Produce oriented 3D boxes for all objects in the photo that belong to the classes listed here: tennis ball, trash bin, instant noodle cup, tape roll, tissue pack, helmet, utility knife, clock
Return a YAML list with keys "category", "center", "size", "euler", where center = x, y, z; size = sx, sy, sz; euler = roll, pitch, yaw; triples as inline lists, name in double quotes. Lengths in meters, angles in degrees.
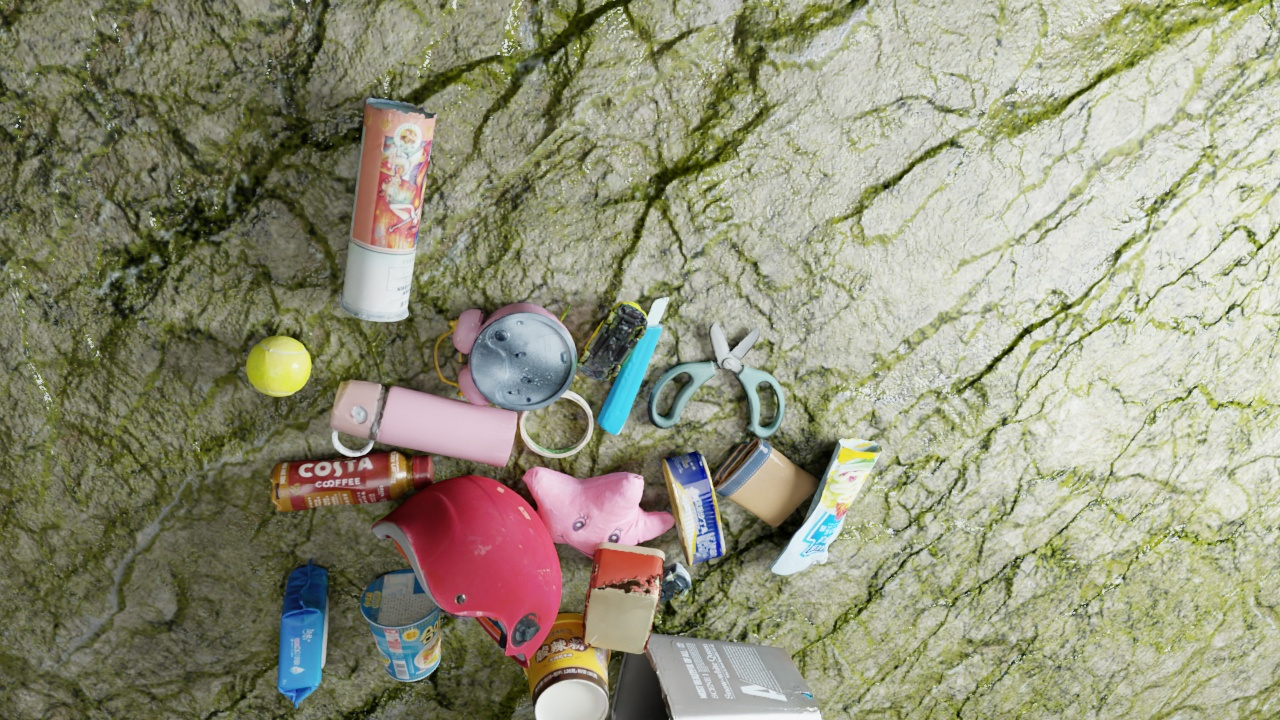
- category: "tennis ball"
  center: [-0.386, 0.006, 0.980]
  size: [0.065, 0.065, 0.065]
  euler: [-3, 113, -8]
- category: "trash bin"
  center: [0.095, 0.470, 1.193]
  size: [0.219, 0.199, 0.199]
  euler: [5, 112, -18]
- category: "instant noodle cup"
  center: [-0.285, 0.330, 1.124]
  size: [0.099, 0.099, 0.110]
  euler: [-3, 120, -8]
- category: "tape roll"
  center: [-0.099, 0.075, 1.082]
  size: [0.085, 0.014, 0.086]
  euler: [-3, 113, -8]
- category: "tissue pack"
  center: [-0.403, 0.327, 1.101]
  size: [0.052, 0.095, 0.157]
  euler: [5, 112, -17]
- category: "helmet"
  center: [-0.167, 0.225, 1.035]
  size: [0.143, 0.207, 0.240]
  euler: [-46, 129, -16]
- category: "utility knife"
  center: [-0.006, 0.006, 1.065]
  size: [0.034, 0.018, 0.179]
  euler: [13, 110, -29]
- category: "clock"
  center: [-0.149, -0.006, 1.016]
  size: [0.158, 0.059, 0.117]
  euler: [-7, 115, -7]
- category: "instant noodle cup"
  center: [-0.092, 0.405, 1.170]
  size: [0.118, 0.114, 0.119]
  euler: [-3, 113, -7]

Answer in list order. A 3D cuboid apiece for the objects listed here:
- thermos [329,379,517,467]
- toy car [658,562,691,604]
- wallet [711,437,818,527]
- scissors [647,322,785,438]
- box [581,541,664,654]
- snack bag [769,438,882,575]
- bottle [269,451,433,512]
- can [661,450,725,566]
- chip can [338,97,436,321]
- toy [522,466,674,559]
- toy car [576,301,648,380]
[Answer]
- category: "thermos"
  center: [-0.244, 0.079, 1.031]
  size: [0.198, 0.067, 0.087]
  euler: [12, 98, -15]
- category: "toy car"
  center: [0.022, 0.292, 1.183]
  size: [0.091, 0.034, 0.043]
  euler: [-31, 120, 20]
- category: "wallet"
  center: [0.155, 0.152, 1.142]
  size: [0.115, 0.033, 0.090]
  euler: [34, 107, -25]
- category: "scissors"
  center: [0.087, 0.041, 1.095]
  size: [0.179, 0.019, 0.170]
  euler: [-24, 116, 3]
- category: "box"
  center: [-0.022, 0.296, 1.102]
  size: [0.091, 0.077, 0.169]
  euler: [8, 139, 0]
- category: "snack bag"
  center: [0.236, 0.187, 1.154]
  size: [0.110, 0.039, 0.191]
  euler: [-1, 119, -53]
- category: "bottle"
  center: [-0.327, 0.136, 1.050]
  size: [0.175, 0.057, 0.057]
  euler: [-6, 114, -6]
- category: "can"
  center: [0.065, 0.181, 1.120]
  size: [0.049, 0.074, 0.148]
  euler: [-15, 115, -5]
- category: "chip can"
  center: [-0.257, -0.151, 0.930]
  size: [0.071, 0.071, 0.215]
  euler: [9, 111, -12]
- category: "toy"
  center: [-0.058, 0.179, 1.094]
  size: [0.194, 0.074, 0.179]
  euler: [27, 127, -21]
- category: "toy car"
  center: [-0.033, -0.023, 1.042]
  size: [0.048, 0.032, 0.105]
  euler: [25, 118, -18]
